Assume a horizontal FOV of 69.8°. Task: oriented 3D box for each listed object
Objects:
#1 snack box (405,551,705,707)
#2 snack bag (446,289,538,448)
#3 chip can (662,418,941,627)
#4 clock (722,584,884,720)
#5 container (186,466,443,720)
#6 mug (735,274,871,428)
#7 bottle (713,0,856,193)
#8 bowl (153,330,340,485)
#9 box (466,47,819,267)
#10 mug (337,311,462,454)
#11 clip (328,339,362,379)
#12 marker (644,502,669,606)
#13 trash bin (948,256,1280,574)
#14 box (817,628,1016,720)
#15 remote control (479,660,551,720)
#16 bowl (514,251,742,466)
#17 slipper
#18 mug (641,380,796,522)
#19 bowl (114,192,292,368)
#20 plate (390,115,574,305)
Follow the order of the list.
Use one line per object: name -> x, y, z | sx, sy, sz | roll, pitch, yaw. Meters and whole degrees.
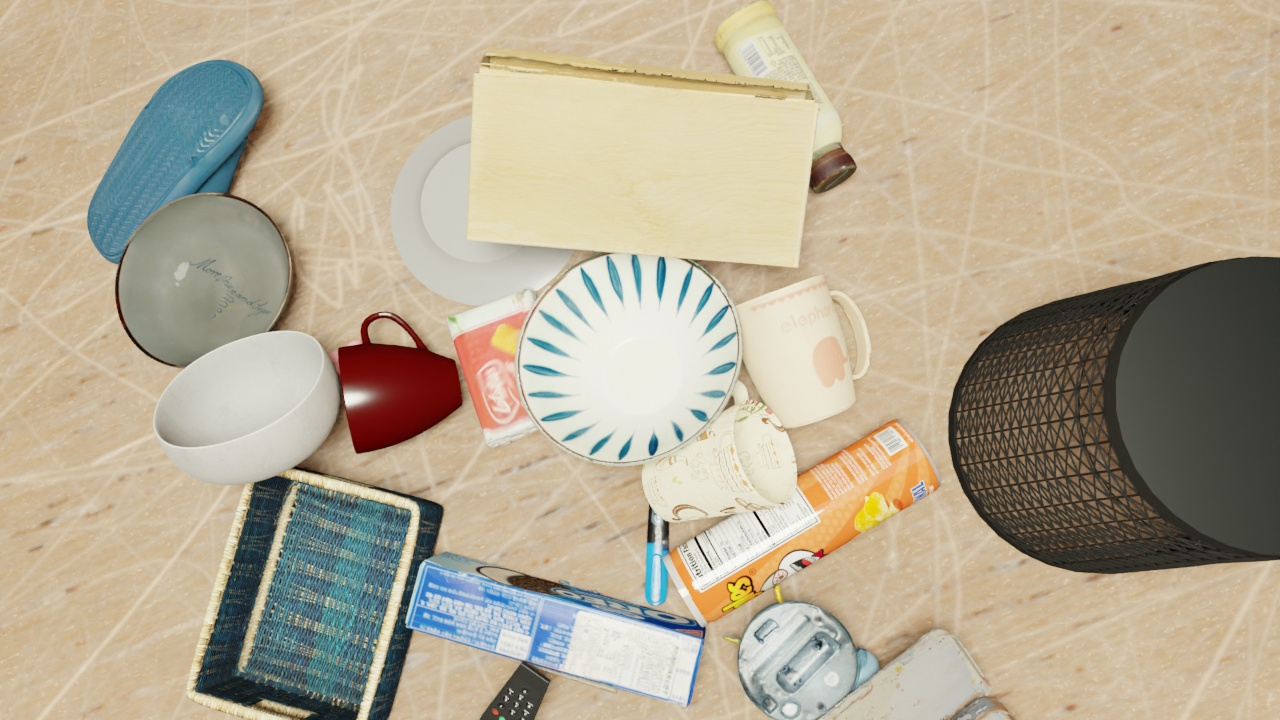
snack box -> -0.064, 0.207, 0.714 | 0.226, 0.059, 0.059 | 14, 86, 8
snack bag -> -0.106, 0.006, 0.757 | 0.077, 0.036, 0.116 | -20, 81, 1
chip can -> 0.123, 0.125, 0.707 | 0.210, 0.062, 0.062 | -31, 80, 0
clock -> 0.127, 0.236, 0.697 | 0.124, 0.052, 0.088 | 44, 86, 8
container -> -0.252, 0.187, 0.726 | 0.145, 0.071, 0.187 | 13, 83, 7
mug -> 0.134, -0.009, 0.723 | 0.111, 0.085, 0.104 | -19, 90, -27
bottle -> 0.122, -0.216, 0.759 | 0.056, 0.056, 0.162 | -28, 81, 0
bowl -> -0.291, 0.043, 0.700 | 0.132, 0.064, 0.131 | -8, 39, 7
box -> 0.000, -0.149, 0.689 | 0.249, 0.141, 0.122 | 5, 41, -1
mug -> -0.195, 0.012, 0.746 | 0.088, 0.087, 0.114 | -9, 75, -14
clip -> -0.261, -0.001, 0.780 | 0.059, 0.022, 0.038 | -27, 78, -5
marker -> 0.014, 0.135, 0.739 | 0.018, 0.015, 0.123 | 1, 81, 5
trash bin -> 0.346, 0.040, 0.608 | 0.217, 0.243, 0.216 | -1, 82, 5
box -> 0.178, 0.311, 0.670 | 0.216, 0.058, 0.154 | -38, 94, -1
remote control -> -0.102, 0.276, 0.701 | 0.039, 0.010, 0.125 | 32, 117, 8
bowl -> -0.004, 0.004, 0.724 | 0.177, 0.071, 0.177 | -4, 69, 11
slipper -> -0.403, -0.172, 0.799 | 0.214, 0.059, 0.104 | -44, 71, 12
mug -> 0.056, 0.066, 0.709 | 0.097, 0.081, 0.121 | -25, 50, 35
bowl -> -0.358, -0.062, 0.778 | 0.151, 0.057, 0.150 | -1, 82, 4
plate -> -0.134, -0.133, 0.788 | 0.173, 0.019, 0.172 | -1, 82, 5
